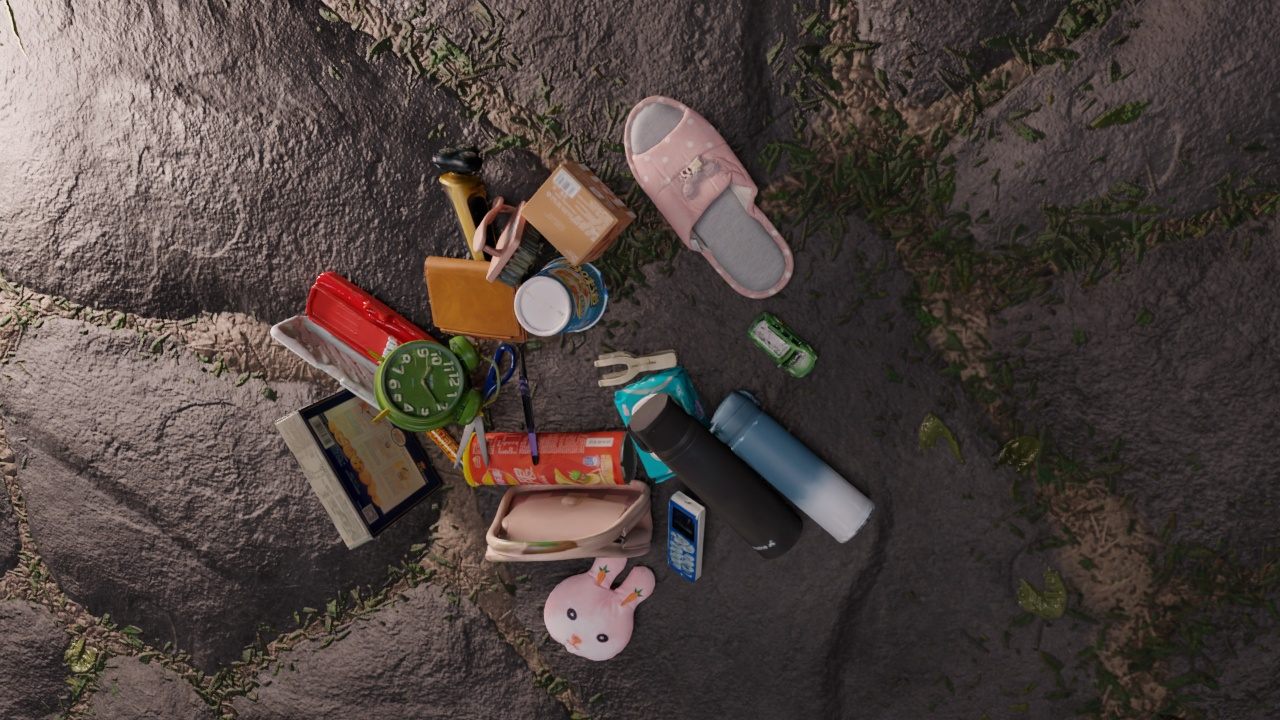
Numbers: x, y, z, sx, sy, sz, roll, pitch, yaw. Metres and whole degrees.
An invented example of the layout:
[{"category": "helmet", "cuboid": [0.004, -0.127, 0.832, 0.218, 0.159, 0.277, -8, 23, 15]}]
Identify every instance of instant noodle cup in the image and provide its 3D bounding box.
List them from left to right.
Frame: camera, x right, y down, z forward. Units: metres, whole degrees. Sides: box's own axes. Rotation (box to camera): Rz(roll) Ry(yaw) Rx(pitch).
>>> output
[{"category": "instant noodle cup", "cuboid": [-0.101, -0.074, 1.109, 0.099, 0.109, 0.099, 3, 102, 14]}]

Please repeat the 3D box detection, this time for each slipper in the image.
[{"category": "slipper", "cuboid": [0.077, -0.188, 1.068, 0.114, 0.054, 0.274, -36, 92, 19]}]

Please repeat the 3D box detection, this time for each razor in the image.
[{"category": "razor", "cuboid": [-0.208, -0.185, 1.143, 0.068, 0.062, 0.167, -1, 109, 45]}]

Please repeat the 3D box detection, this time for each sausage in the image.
[{"category": "sausage", "cuboid": [-0.271, 0.101, 1.237, 0.165, 0.021, 0.021, 47, 108, 1]}]

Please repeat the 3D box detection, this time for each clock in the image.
[{"category": "clock", "cuboid": [-0.256, 0.028, 1.147, 0.161, 0.056, 0.116, -4, 81, -15]}]

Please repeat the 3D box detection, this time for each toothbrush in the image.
[{"category": "toothbrush", "cuboid": [-0.146, 0.040, 1.159, 0.014, 0.016, 0.189, -15, 75, 20]}]

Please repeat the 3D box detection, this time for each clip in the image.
[{"category": "clip", "cuboid": [-0.011, 0.009, 1.127, 0.104, 0.086, 0.035, -4, 101, 26]}]

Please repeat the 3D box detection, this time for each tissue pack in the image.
[{"category": "tissue pack", "cuboid": [0.034, 0.081, 1.139, 0.093, 0.050, 0.133, -24, 96, 16]}]

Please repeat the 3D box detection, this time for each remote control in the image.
[{"category": "remote control", "cuboid": [0.058, 0.222, 1.153, 0.049, 0.024, 0.125, 30, 136, 34]}]

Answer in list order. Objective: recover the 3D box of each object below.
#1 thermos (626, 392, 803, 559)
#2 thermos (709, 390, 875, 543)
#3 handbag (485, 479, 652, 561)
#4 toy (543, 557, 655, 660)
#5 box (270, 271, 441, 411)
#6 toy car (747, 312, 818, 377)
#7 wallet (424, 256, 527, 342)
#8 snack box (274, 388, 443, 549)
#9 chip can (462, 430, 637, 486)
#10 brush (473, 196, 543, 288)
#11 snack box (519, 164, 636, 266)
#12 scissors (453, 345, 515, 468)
[{"category": "thermos", "cuboid": [0.085, 0.139, 1.097, 0.242, 0.068, 0.090, 44, 146, -18]}, {"category": "thermos", "cuboid": [0.179, 0.124, 1.106, 0.220, 0.070, 0.070, 41, 108, 3]}, {"category": "handbag", "cuboid": [-0.096, 0.206, 1.103, 0.193, 0.234, 0.093, -2, 92, 14]}, {"category": "toy", "cuboid": [-0.055, 0.323, 1.217, 0.121, 0.054, 0.159, 35, 100, 4]}, {"category": "box", "cuboid": [-0.365, -0.024, 1.192, 0.201, 0.100, 0.095, 33, 114, 5]}, {"category": "toy car", "cuboid": [0.169, -0.017, 1.093, 0.091, 0.036, 0.043, 39, 107, -1]}, {"category": "wallet", "cuboid": [-0.207, -0.069, 1.156, 0.131, 0.035, 0.119, 8, 120, 24]}, {"category": "snack box", "cuboid": [-0.354, 0.123, 1.178, 0.046, 0.182, 0.178, -27, 94, 20]}, {"category": "chip can", "cuboid": [-0.116, 0.125, 1.177, 0.217, 0.073, 0.073, -3, 101, 15]}, {"category": "brush", "cuboid": [-0.156, -0.150, 1.090, 0.073, 0.145, 0.063, 30, 118, -18]}, {"category": "snack box", "cuboid": [-0.072, -0.173, 1.088, 0.093, 0.094, 0.077, 45, 108, 1]}, {"category": "scissors", "cuboid": [-0.207, 0.050, 1.181, 0.163, 0.012, 0.162, -39, 67, 1]}]
